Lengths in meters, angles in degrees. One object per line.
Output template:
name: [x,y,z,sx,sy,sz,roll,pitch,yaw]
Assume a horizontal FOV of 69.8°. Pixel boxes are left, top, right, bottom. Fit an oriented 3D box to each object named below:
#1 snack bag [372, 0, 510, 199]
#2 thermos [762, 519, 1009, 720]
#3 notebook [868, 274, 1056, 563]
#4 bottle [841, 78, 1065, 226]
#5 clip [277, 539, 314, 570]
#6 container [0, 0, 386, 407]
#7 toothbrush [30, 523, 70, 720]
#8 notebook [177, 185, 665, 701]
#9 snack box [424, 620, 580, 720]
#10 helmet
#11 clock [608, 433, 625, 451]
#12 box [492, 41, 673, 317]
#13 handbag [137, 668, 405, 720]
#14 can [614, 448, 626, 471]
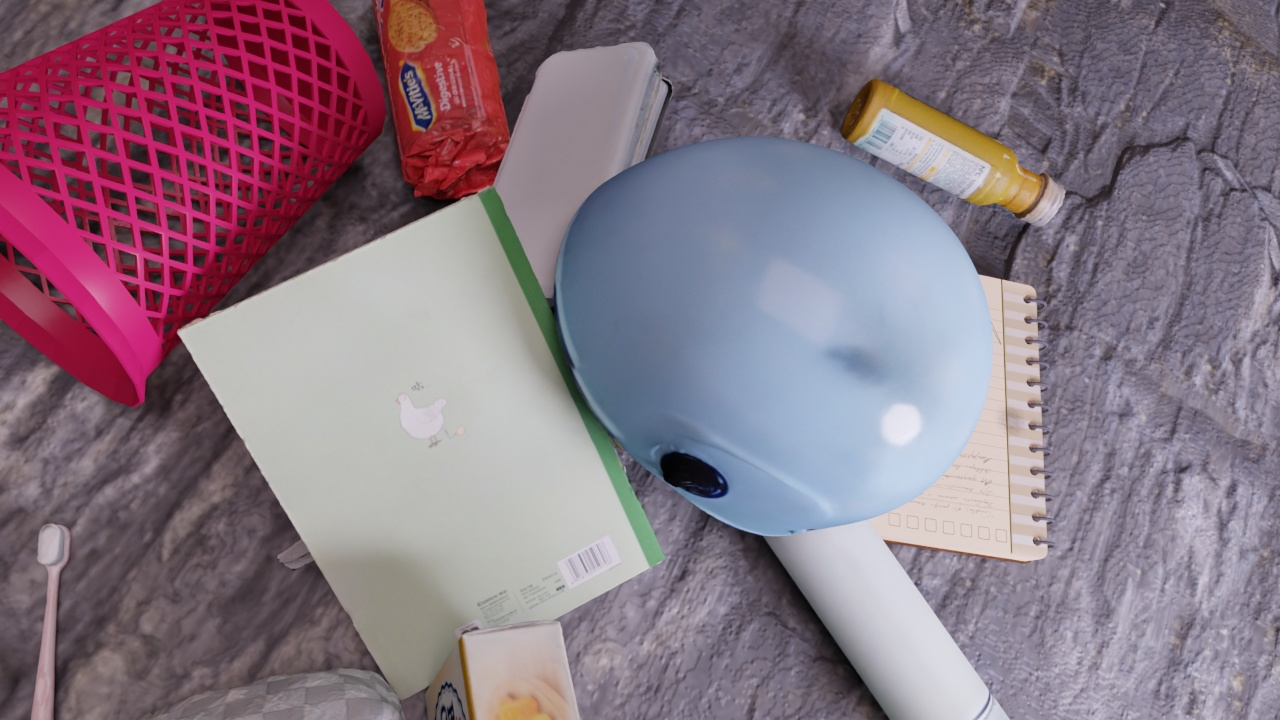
snack bag: [-0.135,-0.196,0.636,0.082,0.082,0.176,-9,77,-19]
thermos: [0.159,0.172,0.614,0.067,0.068,0.230,-32,85,-22]
notebook: [0.239,0.032,0.703,0.167,0.024,0.225,10,71,-12]
bottle: [0.258,-0.167,0.753,0.186,0.053,0.053,24,68,-8]
clip: [-0.165,0.109,0.565,0.101,0.038,0.054,-37,62,-22]
container: [-0.271,-0.118,0.529,0.183,0.184,0.225,39,59,-2]
toothbrush: [-0.324,0.180,0.497,0.015,0.018,0.181,-1,74,-16]
notebook: [-0.111,0.054,0.522,0.182,0.010,0.252,-26,108,-7]
snack box: [-0.061,0.252,0.470,0.057,0.104,0.207,1,54,-26]
helmet: [0.089,-0.026,0.523,0.265,0.167,0.225,29,61,-17]
clock: [-0.004,0.004,0.622,0.083,0.057,0.118,-4,74,-18]
box: [-0.028,-0.101,0.619,0.108,0.110,0.216,2,62,28]
handbag: [-0.202,0.231,0.469,0.171,0.113,0.123,-10,86,-19]
can: [-0.063,0.052,0.579,0.127,0.064,0.064,48,66,-11]
